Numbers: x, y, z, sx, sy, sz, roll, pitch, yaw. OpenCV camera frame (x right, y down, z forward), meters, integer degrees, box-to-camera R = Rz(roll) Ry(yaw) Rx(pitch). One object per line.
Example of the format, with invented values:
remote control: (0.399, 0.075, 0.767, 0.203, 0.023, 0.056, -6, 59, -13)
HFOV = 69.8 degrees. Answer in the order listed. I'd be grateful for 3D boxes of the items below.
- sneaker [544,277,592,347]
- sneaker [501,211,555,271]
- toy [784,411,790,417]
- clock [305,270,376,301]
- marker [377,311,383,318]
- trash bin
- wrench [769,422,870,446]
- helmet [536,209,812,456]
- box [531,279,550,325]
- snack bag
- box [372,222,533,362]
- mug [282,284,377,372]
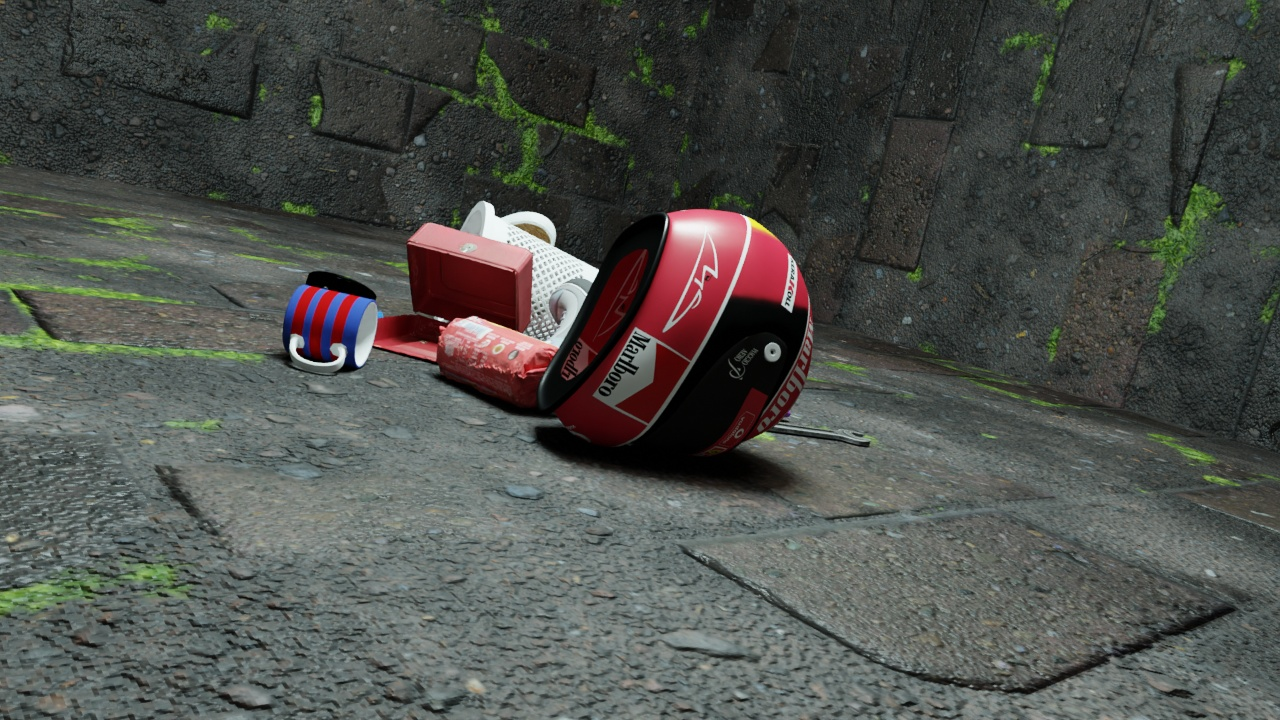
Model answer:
sneaker: (-0.095, -0.025, 1.138, 0.160, 0.093, 0.257, -22, 26, -23)
sneaker: (-0.221, -0.184, 1.501, 0.120, 0.127, 0.295, 35, -35, -24)
toy: (0.158, 0.044, 1.221, 0.106, 0.056, 0.088, 34, 21, 3)
clock: (-0.390, -0.073, 1.184, 0.091, 0.043, 0.120, 17, 16, -28)
marker: (-0.399, -0.059, 1.238, 0.013, 0.013, 0.141, 16, 10, 23)
trash bin: (-0.173, -0.105, 1.350, 0.199, 0.195, 0.195, 19, 6, -23)
wrench: (0.172, 0.083, 1.147, 0.273, 0.010, 0.070, 9, 9, -23)
helmet: (0.056, -0.014, 0.911, 0.224, 0.270, 0.198, 31, -13, -20)
box: (-0.128, -0.092, 1.566, 0.205, 0.050, 0.118, 6, -19, -30)
snack bag: (-0.153, 0.003, 0.996, 0.177, 0.082, 0.082, 19, 11, 41)
box: (-0.225, -0.082, 1.156, 0.157, 0.165, 0.151, 14, 4, 8)
mug: (-0.331, -0.026, 0.961, 0.076, 0.075, 0.111, 12, 35, -2)
